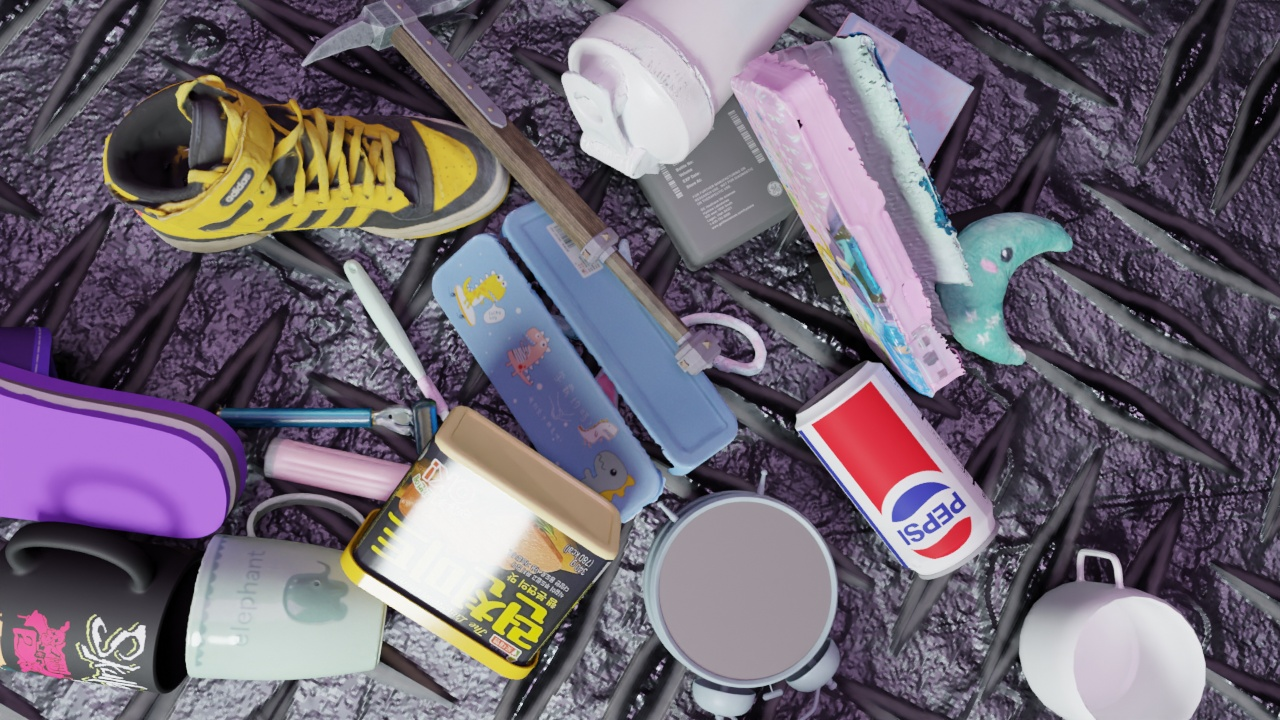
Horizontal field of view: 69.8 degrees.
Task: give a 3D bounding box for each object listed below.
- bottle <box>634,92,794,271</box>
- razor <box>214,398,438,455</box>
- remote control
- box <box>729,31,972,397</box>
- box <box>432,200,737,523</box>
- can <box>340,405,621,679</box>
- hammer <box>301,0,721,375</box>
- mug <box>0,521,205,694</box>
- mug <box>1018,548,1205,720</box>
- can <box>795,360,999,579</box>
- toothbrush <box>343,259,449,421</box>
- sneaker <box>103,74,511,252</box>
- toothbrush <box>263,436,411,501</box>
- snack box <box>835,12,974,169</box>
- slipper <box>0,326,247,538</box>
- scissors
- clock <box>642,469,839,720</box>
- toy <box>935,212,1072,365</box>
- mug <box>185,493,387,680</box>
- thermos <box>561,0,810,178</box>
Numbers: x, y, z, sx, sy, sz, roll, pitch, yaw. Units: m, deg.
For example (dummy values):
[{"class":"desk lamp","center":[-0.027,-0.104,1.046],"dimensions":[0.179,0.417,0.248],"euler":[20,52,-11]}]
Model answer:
[{"class":"bottle","center":[0.027,-0.157,0.626],"dimensions":[0.083,0.046,0.174],"euler":[-31,86,-8]},{"class":"razor","center":[-0.202,0.038,0.595],"dimensions":[0.144,0.022,0.042],"euler":[2,118,-1]},{"class":"remote control","center":[0.187,-0.078,0.645],"dimensions":[0.146,0.015,0.033],"euler":[-16,84,-7]},{"class":"box","center":[0.141,-0.088,0.552],"dimensions":[0.071,0.084,0.230],"euler":[-34,121,3]},{"class":"box","center":[-0.038,-0.004,0.592],"dimensions":[0.124,0.043,0.209],"euler":[-34,81,-9]},{"class":"can","center":[-0.090,0.105,0.544],"dimensions":[0.131,0.072,0.101],"euler":[35,105,-9]},{"class":"hammer","center":[-0.064,-0.111,0.586],"dimensions":[0.317,0.028,0.146],"euler":[48,51,3]},{"class":"mug","center":[-0.312,0.133,0.526],"dimensions":[0.098,0.118,0.081],"euler":[10,43,-4]},{"class":"mug","center":[0.301,0.181,0.593],"dimensions":[0.094,0.068,0.115],"euler":[-1,83,-5]},{"class":"can","center":[0.165,0.070,0.596],"dimensions":[0.070,0.070,0.132],"euler":[-37,87,-9]},{"class":"toothbrush","center":[-0.153,-0.002,0.606],"dimensions":[0.022,0.015,0.154],"euler":[-32,86,-10]},{"class":"sneaker","center":[-0.203,-0.122,0.564],"dimensions":[0.238,0.122,0.086],"euler":[-9,85,-5]},{"class":"toothbrush","center":[-0.128,0.086,0.591],"dimensions":[0.222,0.027,0.027],"euler":[13,60,-3]},{"class":"snack box","center":[0.147,-0.156,0.612],"dimensions":[0.093,0.095,0.079],"euler":[31,81,-1]},{"class":"slipper","center":[-0.362,0.029,0.550],"dimensions":[0.266,0.083,0.107],"euler":[12,122,-2]},{"class":"scissors","center":[0.002,0.001,0.621],"dimensions":[0.177,0.013,0.170],"euler":[3,79,-2]},{"class":"clock","center":[0.068,0.158,0.589],"dimensions":[0.122,0.045,0.159],"euler":[-16,83,-6]},{"class":"toy","center":[0.246,-0.056,0.631],"dimensions":[0.085,0.033,0.105],"euler":[22,95,-11]},{"class":"mug","center":[-0.206,0.135,0.554],"dimensions":[0.104,0.084,0.111],"euler":[7,62,-14]},{"class":"thermos","center":[0.046,-0.209,0.565],"dimensions":[0.099,0.099,0.220],"euler":[42,76,1]}]
